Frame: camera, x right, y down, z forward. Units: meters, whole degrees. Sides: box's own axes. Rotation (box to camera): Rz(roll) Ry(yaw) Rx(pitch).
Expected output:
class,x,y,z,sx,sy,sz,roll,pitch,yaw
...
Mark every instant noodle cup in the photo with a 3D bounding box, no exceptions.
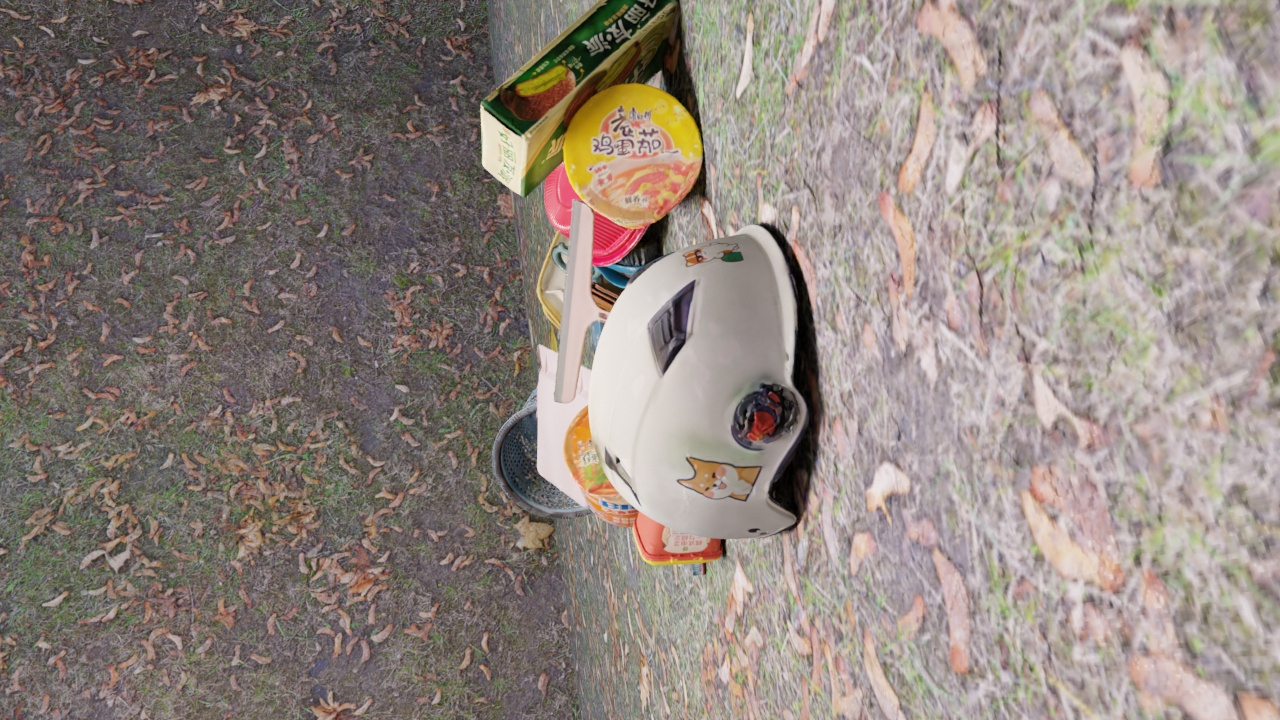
class,x,y,z,sx,sy,sz,roll,pitch,yaw
instant noodle cup,-0.056,-0.216,1.120,0.194,0.065,0.193,-15,71,47
instant noodle cup,-0.010,-0.205,0.959,0.110,0.138,0.138,167,97,-87
instant noodle cup,-0.017,0.132,1.146,0.112,0.151,0.151,86,172,-57

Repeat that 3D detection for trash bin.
class,x,y,z,sx,sy,sz,roll,pitch,yaw
trash bin,-0.134,0.131,1.612,0.194,0.226,0.227,-89,-1,-65

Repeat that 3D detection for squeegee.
class,x,y,z,sx,sy,sz,roll,pitch,yaw
squeegee,0.008,-0.025,0.993,0.250,0.040,0.248,27,118,40

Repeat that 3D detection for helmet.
class,x,y,z,sx,sy,sz,roll,pitch,yaw
helmet,0.034,0.026,0.781,0.230,0.156,0.274,-115,22,-58

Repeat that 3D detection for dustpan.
class,x,y,z,sx,sy,sz,roll,pitch,yaw
dustpan,-0.062,0.117,1.405,0.223,0.138,0.274,28,115,55

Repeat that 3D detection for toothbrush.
class,x,y,z,sx,sy,sz,roll,pitch,yaw
toothbrush,0.060,0.162,1.081,0.016,0.017,0.187,-167,71,-78

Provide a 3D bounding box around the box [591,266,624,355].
class,x,y,z,sx,sy,sz,roll,pitch,yaw
box,-0.042,-0.052,1.373,0.090,0.059,0.184,-161,67,-78

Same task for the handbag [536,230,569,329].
class,x,y,z,sx,sy,sz,roll,pitch,yaw
handbag,-0.097,-0.118,1.454,0.179,0.063,0.163,66,-144,-54

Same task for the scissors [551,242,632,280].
class,x,y,z,sx,sy,sz,roll,pitch,yaw
scissors,-0.067,-0.180,1.250,0.170,0.019,0.180,7,121,38

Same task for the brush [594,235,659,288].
class,x,y,z,sx,sy,sz,roll,pitch,yaw
brush,-0.025,-0.130,1.177,0.144,0.055,0.073,25,132,50

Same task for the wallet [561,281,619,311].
class,x,y,z,sx,sy,sz,roll,pitch,yaw
wallet,-0.045,-0.081,1.254,0.035,0.119,0.131,-66,12,-2

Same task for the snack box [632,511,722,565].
class,x,y,z,sx,sy,sz,roll,pitch,yaw
snack box,0.044,0.173,0.994,0.082,0.091,0.080,-115,29,-59

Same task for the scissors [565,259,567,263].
class,x,y,z,sx,sy,sz,roll,pitch,yaw
scissors,-0.074,-0.223,1.337,0.012,0.156,0.165,30,152,46

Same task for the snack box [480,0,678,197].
class,x,y,z,sx,sy,sz,roll,pitch,yaw
snack box,-0.064,-0.287,0.953,0.063,0.239,0.115,40,159,6
